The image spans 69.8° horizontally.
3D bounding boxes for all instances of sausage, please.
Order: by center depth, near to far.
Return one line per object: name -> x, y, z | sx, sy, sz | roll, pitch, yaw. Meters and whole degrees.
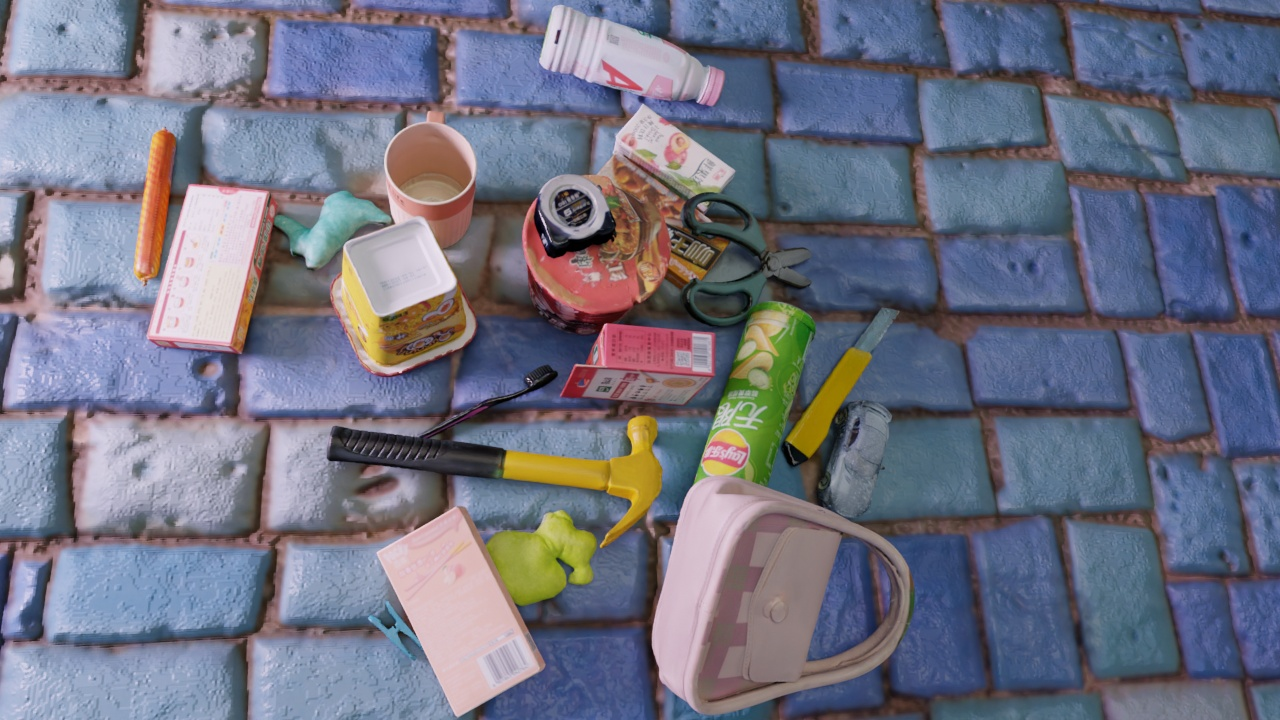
sausage -> -0.454, -0.146, 0.858 | 0.021, 0.021, 0.165 | 2, 72, -12

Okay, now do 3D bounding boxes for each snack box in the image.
snack box -> -0.155, 0.214, 0.790 | 0.084, 0.026, 0.157 | -30, 79, 2
snack box -> -0.391, -0.085, 0.842 | 0.077, 0.027, 0.155 | 5, 71, 0
snack box -> -0.005, 0.005, 0.857 | 0.127, 0.113, 0.044 | 5, 73, -11
snack box -> 0.013, -0.143, 0.956 | 0.154, 0.026, 0.075 | 37, 69, 1

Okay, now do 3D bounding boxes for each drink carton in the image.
drink carton -> 0.034, -0.210, 0.971 | 0.122, 0.045, 0.053 | 36, 74, 2

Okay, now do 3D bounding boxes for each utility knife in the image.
utility knife -> 0.210, 0.023, 0.950 | 0.033, 0.015, 0.215 | 40, 70, -4

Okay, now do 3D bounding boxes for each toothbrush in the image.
toothbrush -> -0.163, 0.049, 0.864 | 0.189, 0.014, 0.017 | -26, 63, -18

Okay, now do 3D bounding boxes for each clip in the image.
clip -> -0.209, 0.235, 0.792 | 0.057, 0.014, 0.047 | 43, 67, 5

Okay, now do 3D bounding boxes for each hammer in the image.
hammer -> -0.126, 0.094, 0.830 | 0.300, 0.033, 0.128 | 8, 55, -10

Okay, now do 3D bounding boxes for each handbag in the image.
handbag -> 0.137, 0.212, 0.811 | 0.234, 0.093, 0.193 | 12, 99, -21

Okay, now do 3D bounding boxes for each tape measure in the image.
tape measure -> -0.061, -0.130, 0.814 | 0.065, 0.034, 0.066 | -17, 79, -19

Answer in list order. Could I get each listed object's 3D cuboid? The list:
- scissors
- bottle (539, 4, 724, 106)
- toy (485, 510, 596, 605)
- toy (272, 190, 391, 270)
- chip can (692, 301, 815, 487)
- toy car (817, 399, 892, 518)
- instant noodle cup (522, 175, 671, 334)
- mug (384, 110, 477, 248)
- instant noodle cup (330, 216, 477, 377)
scissors -> 0.105, -0.117, 0.948 | 0.176, 0.019, 0.171 | -20, 95, -25
bottle -> -0.007, -0.321, 0.989 | 0.197, 0.068, 0.068 | 14, 70, -11
toy -> -0.091, 0.181, 0.826 | 0.096, 0.031, 0.100 | 39, 68, 1
toy -> -0.303, -0.128, 0.881 | 0.096, 0.030, 0.091 | 29, 67, 10
chip can -> 0.111, 0.048, 0.891 | 0.072, 0.073, 0.220 | 22, 69, -5
toy car -> 0.215, 0.098, 0.912 | 0.054, 0.037, 0.120 | 28, 72, -21
instant noodle cup -> -0.050, -0.090, 0.881 | 0.138, 0.109, 0.137 | 4, 71, -12
mug -> -0.199, -0.176, 0.877 | 0.081, 0.106, 0.114 | 3, 72, -12
instant noodle cup -> -0.214, -0.061, 0.828 | 0.116, 0.124, 0.116 | -24, 79, -18
